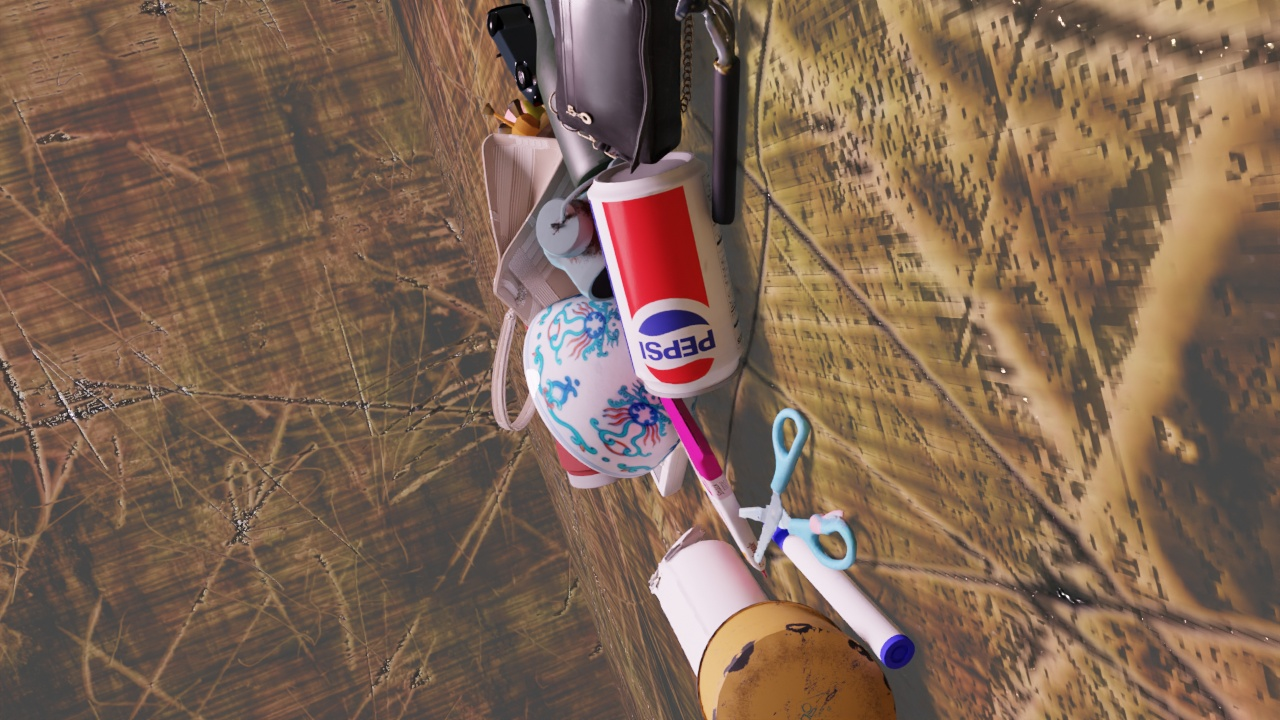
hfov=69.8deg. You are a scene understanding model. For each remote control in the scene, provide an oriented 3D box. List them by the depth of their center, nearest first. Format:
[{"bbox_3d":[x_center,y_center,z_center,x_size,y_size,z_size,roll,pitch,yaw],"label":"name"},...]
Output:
[{"bbox_3d":[0.021,0.074,0.827,0.139,0.025,0.060,95,153,-63],"label":"remote control"}]

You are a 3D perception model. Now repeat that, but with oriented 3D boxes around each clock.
[{"bbox_3d":[-0.020,-0.086,0.603,0.053,0.090,0.124,55,179,16],"label":"clock"}]

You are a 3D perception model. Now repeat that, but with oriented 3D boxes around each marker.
[{"bbox_3d":[0.110,0.127,0.532,0.141,0.020,0.020,-134,27,-63],"label":"marker"}]

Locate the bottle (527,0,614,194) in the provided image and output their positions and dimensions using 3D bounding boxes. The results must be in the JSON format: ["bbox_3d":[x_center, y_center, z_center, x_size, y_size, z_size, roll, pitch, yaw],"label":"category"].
[{"bbox_3d":[-0.047,-0.200,0.634,0.055,0.055,0.174,111,139,-72],"label":"bottle"}]

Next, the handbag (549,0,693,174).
[{"bbox_3d":[-0.017,-0.162,0.477,0.079,0.054,0.129,22,135,25],"label":"handbag"}]

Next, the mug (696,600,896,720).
[{"bbox_3d":[0.096,0.196,0.514,0.094,0.124,0.100,90,-156,-82],"label":"mug"}]

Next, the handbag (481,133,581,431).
[{"bbox_3d":[-0.085,-0.044,0.712,0.175,0.062,0.197,56,-137,-73],"label":"handbag"}]

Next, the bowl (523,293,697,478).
[{"bbox_3d":[-0.004,0.004,0.659,0.074,0.143,0.144,-32,74,37],"label":"bowl"}]

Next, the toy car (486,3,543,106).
[{"bbox_3d":[-0.094,-0.257,0.770,0.034,0.046,0.112,101,146,-58],"label":"toy car"}]

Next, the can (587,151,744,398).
[{"bbox_3d":[0.017,-0.050,0.543,0.070,0.070,0.132,-134,27,-64],"label":"can"}]

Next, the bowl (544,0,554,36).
[{"bbox_3d":[-0.025,-0.211,0.551,0.106,0.039,0.106,160,90,-78],"label":"bowl"}]

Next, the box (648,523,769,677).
[{"bbox_3d":[0.053,0.188,0.729,0.143,0.089,0.080,-122,36,-54],"label":"box"}]

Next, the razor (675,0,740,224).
[{"bbox_3d":[0.040,-0.124,0.453,0.144,0.022,0.042,77,-151,-49],"label":"razor"}]

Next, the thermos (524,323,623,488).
[{"bbox_3d":[-0.076,0.038,1.036,0.108,0.083,0.199,-3,107,41],"label":"thermos"}]

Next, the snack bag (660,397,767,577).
[{"bbox_3d":[0.052,0.086,0.642,0.070,0.016,0.197,62,180,40],"label":"snack bag"}]

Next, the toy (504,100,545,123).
[{"bbox_3d":[-0.095,-0.192,0.865,0.090,0.051,0.110,129,121,-75],"label":"toy"}]

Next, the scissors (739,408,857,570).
[{"bbox_3d":[0.082,0.077,0.545,0.141,0.015,0.111,-17,85,65],"label":"scissors"}]

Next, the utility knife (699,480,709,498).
[{"bbox_3d":[0.020,0.009,0.750,0.223,0.019,0.031,66,156,7],"label":"utility knife"}]

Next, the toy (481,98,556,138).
[{"bbox_3d":[-0.080,-0.178,0.742,0.076,0.100,0.062,-58,2,32],"label":"toy"}]
